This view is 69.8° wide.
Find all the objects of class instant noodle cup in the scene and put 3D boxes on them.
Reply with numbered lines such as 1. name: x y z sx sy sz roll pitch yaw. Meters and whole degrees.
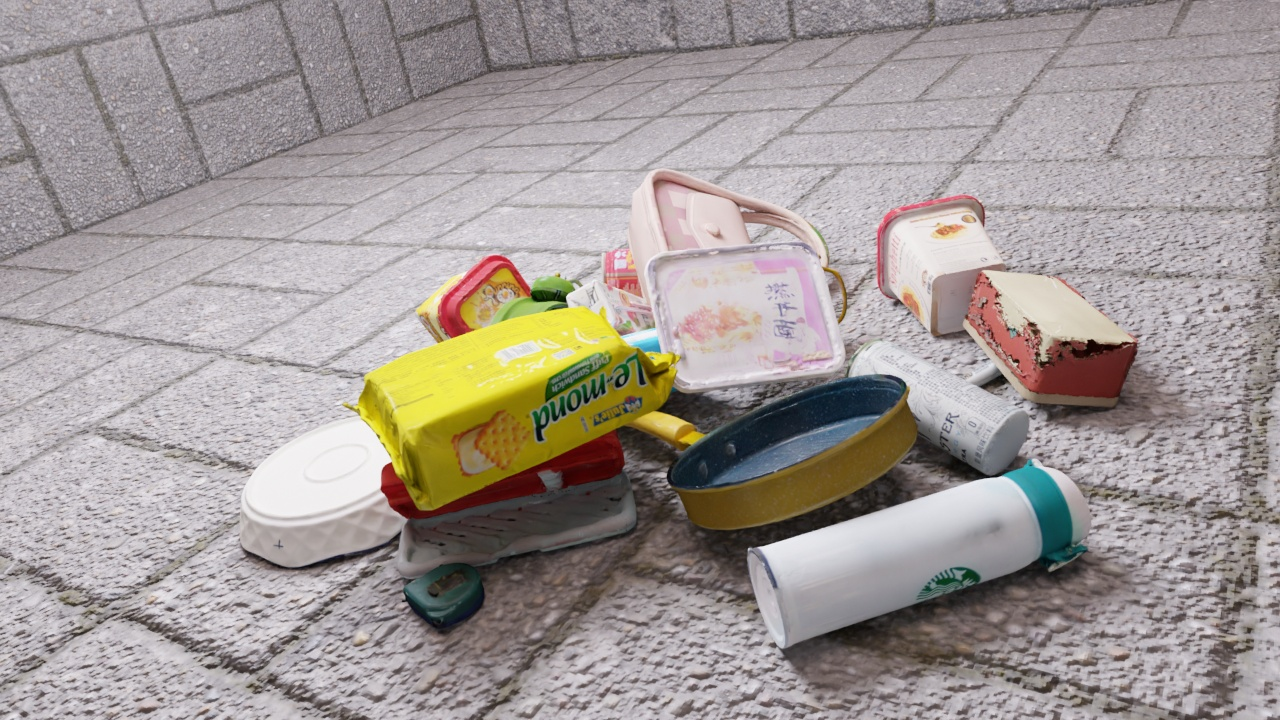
1. instant noodle cup: -0.194 -0.053 1.084 0.124 0.116 0.115 3 44 51
2. instant noodle cup: 0.091 -0.035 0.859 0.173 0.138 0.060 -6 -18 -16
3. instant noodle cup: 0.321 -0.096 0.967 0.116 0.116 0.124 -12 38 0

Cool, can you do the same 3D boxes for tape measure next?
1. tape measure: -0.149 0.178 0.704 0.054 0.025 0.058 -31 33 -31

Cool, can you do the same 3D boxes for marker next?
1. marker: 0.279 0.029 0.827 0.145 0.017 0.017 -24 29 -23

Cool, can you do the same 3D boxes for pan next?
1. pan: 0.065 0.063 0.777 0.197 0.078 0.358 -28 9 -35

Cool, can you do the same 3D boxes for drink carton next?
1. drink carton: -0.024 -0.045 0.961 0.046 0.053 0.122 -28 -18 21

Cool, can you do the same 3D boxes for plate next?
1. plate: -0.280 0.112 0.869 0.205 0.046 0.204 -10 26 5

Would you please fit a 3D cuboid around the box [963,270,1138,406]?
1. box: 0.362 -0.032 0.824 0.091 0.077 0.168 4 26 -4

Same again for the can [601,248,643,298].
1. can: 0.000 -0.108 1.151 0.094 0.067 0.066 -3 27 2

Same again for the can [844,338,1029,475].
1. can: 0.241 0.035 0.757 0.058 0.058 0.147 -27 40 -27

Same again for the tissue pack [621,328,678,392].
1. tissue pack: -0.005 0.005 0.903 0.139 0.063 0.090 -15 6 -27

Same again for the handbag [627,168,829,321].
1. handbag: 0.109 -0.130 1.085 0.234 0.094 0.193 0 52 -14

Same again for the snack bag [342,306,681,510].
1. snack bag: -0.105 0.022 0.745 0.246 0.068 0.158 -22 29 -20

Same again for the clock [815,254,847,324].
1. clock: 0.137 -0.053 0.944 0.158 0.117 0.060 -13 7 -2

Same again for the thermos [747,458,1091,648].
1. thermos: 0.189 0.129 0.614 0.224 0.073 0.073 -15 26 -7

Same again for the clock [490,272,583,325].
1. clock: -0.093 -0.020 0.954 0.056 0.116 0.160 -1 44 34

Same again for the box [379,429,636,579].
1. box: -0.106 0.124 0.761 0.201 0.095 0.098 -12 61 0

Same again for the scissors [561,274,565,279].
1. scissors: -0.113 -0.083 1.224 0.162 0.012 0.173 -5 26 17
